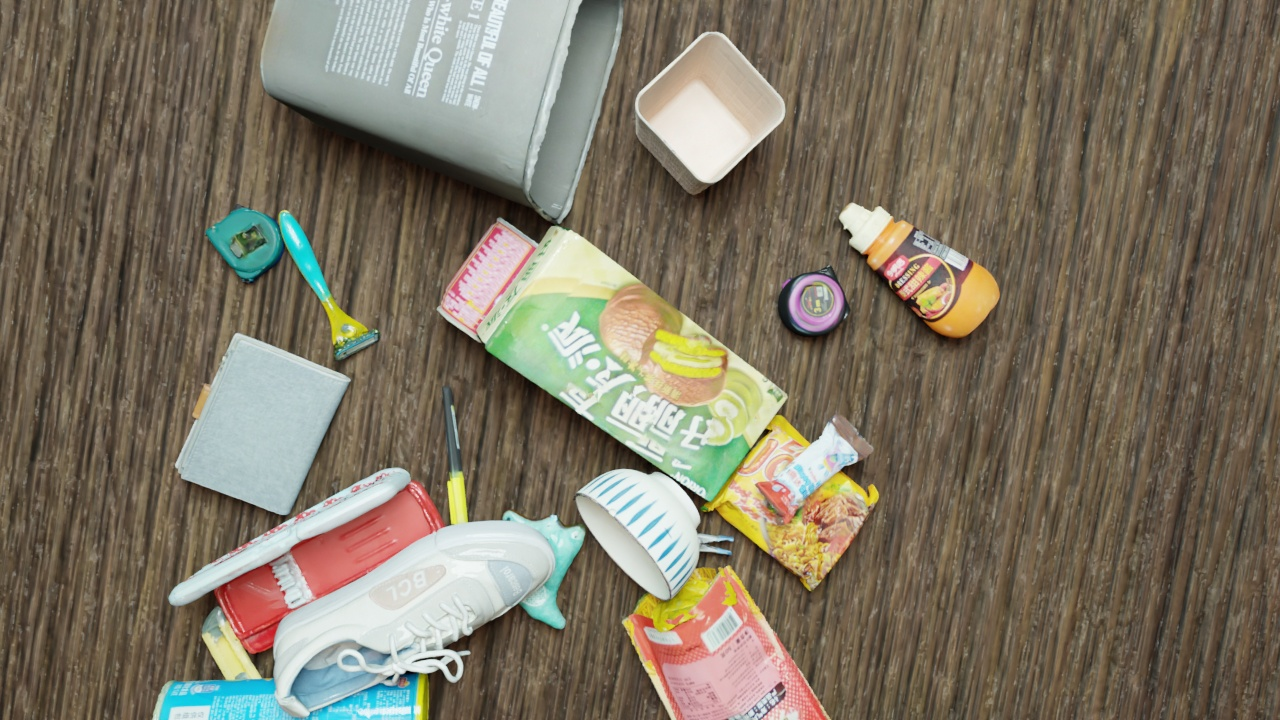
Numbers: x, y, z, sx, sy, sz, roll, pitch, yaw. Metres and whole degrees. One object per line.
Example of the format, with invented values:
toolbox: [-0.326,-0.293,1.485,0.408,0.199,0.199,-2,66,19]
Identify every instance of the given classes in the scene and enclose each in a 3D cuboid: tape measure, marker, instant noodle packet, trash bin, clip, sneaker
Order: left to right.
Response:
tape measure: [-0.333,-0.102,0.780,0.054,0.025,0.058,-38,94,1]
sneaker: [-0.180,0.208,0.732,0.242,0.090,0.089,-24,120,-3]
marker: [-0.164,0.084,0.800,0.015,0.018,0.124,-6,92,-8]
trash bin: [-0.144,-0.235,0.706,0.220,0.198,0.199,17,92,2]
clip: [0.054,0.162,0.811,0.058,0.026,0.037,7,85,2]
instant noodle packet: [0.132,0.123,0.804,0.128,0.044,0.110,38,86,-3]
tape measure: [0.149,-0.049,0.798,0.058,0.039,0.057,-27,93,-6]

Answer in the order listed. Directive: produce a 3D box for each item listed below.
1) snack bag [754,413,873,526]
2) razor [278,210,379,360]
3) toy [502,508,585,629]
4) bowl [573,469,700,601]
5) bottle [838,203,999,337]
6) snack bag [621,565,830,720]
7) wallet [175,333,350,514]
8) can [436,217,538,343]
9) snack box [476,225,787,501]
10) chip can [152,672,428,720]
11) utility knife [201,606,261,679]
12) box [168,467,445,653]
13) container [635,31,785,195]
snack bag: [0.144,0.092,0.771,0.105,0.026,0.045,-39,83,-8]
razor: [-0.273,-0.066,0.783,0.043,0.028,0.132,-31,97,-24]
toy: [-0.088,0.175,0.804,0.096,0.030,0.092,30,86,4]
bowl: [0.007,0.135,0.768,0.066,0.117,0.116,-40,94,-21]
bottle: [0.234,-0.084,0.792,0.149,0.067,0.067,39,90,3]
snack bag: [0.080,0.287,0.802,0.128,0.073,0.208,-30,99,3]
wallet: [-0.324,0.053,0.783,0.106,0.037,0.130,24,92,-14]
can: [-0.120,-0.063,0.771,0.066,0.066,0.094,36,90,-4]
snack box: [-0.004,0.004,0.752,0.240,0.063,0.114,37,90,-21]
chip can: [-0.287,0.301,0.769,0.210,0.071,0.071,1,93,-8]
utility knife: [-0.334,0.299,0.807,0.031,0.019,0.182,-29,98,3]
box: [-0.267,0.172,0.760,0.201,0.100,0.094,-28,93,0]
container: [0.051,-0.195,0.750,0.090,0.111,0.090,-44,94,0]
